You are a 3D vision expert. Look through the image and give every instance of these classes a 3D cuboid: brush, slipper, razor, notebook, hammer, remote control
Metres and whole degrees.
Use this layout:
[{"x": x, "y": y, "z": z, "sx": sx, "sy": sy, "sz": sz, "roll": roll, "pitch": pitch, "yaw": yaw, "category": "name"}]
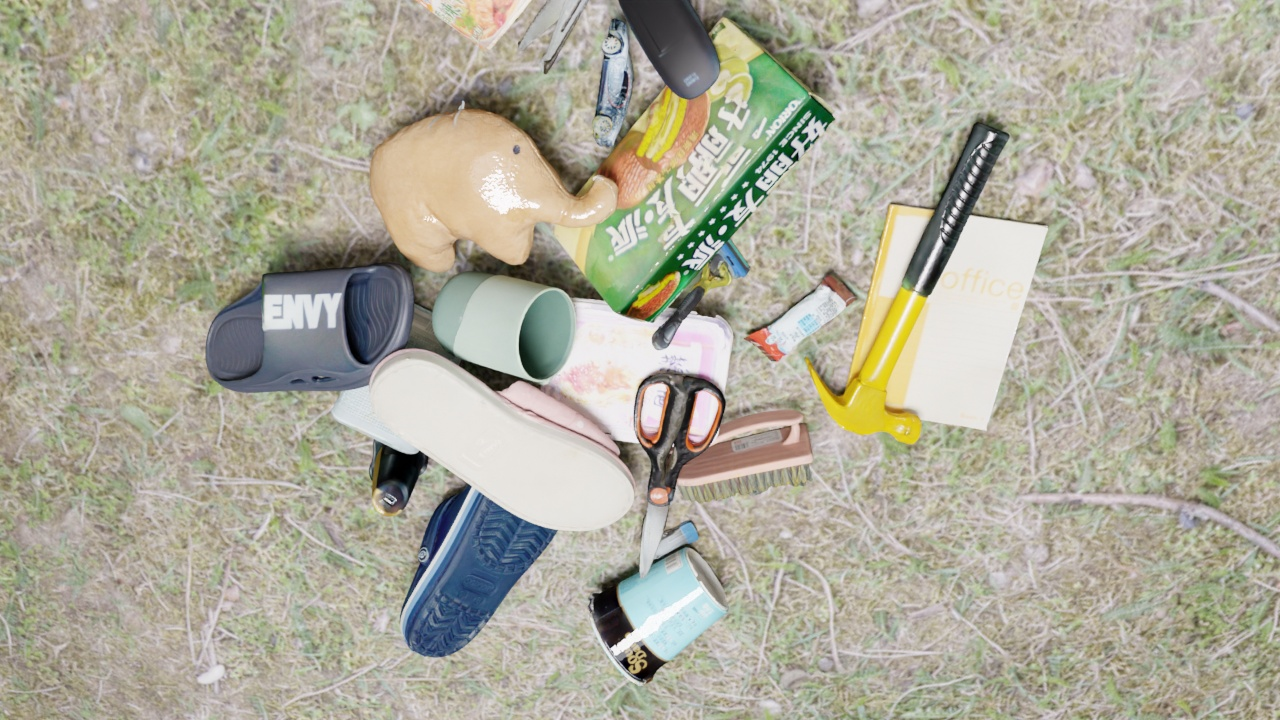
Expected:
[{"x": 0.095, "y": 0.094, "z": 0.904, "sx": 0.146, "sy": 0.063, "sz": 0.073, "roll": -13, "pitch": 115, "yaw": 11, "category": "brush"}, {"x": -0.121, "y": 0.071, "z": 0.839, "sx": 0.274, "sy": 0.054, "sz": 0.114, "roll": 32, "pitch": 113, "yaw": -24, "category": "slipper"}, {"x": -0.166, "y": 0.183, "z": 0.944, "sx": 0.105, "sy": 0.095, "sz": 0.253, "roll": 27, "pitch": 93, "yaw": -43, "category": "slipper"}, {"x": -0.319, "y": -0.024, "z": 0.826, "sx": 0.269, "sy": 0.083, "sz": 0.110, "roll": -9, "pitch": 80, "yaw": 29, "category": "slipper"}, {"x": 0.049, "y": -0.055, "z": 0.823, "sx": 0.042, "sy": 0.142, "sz": 0.022, "roll": 50, "pitch": 146, "yaw": -15, "category": "razor"}, {"x": 0.283, "y": -0.037, "z": 0.865, "sx": 0.146, "sy": 0.010, "sz": 0.206, "roll": 9, "pitch": 112, "yaw": 0, "category": "notebook"}, {"x": 0.249, "y": -0.065, "z": 0.830, "sx": 0.128, "sy": 0.032, "sz": 0.301, "roll": 17, "pitch": 111, "yaw": -10, "category": "hammer"}, {"x": 0.019, "y": -0.274, "z": 0.745, "sx": 0.053, "sy": 0.024, "sz": 0.136, "roll": -35, "pitch": 74, "yaw": 24, "category": "remote control"}, {"x": -0.236, "y": 0.110, "z": 0.877, "sx": 0.062, "sy": 0.167, "sz": 0.067, "roll": 42, "pitch": 90, "yaw": -15, "category": "razor"}]

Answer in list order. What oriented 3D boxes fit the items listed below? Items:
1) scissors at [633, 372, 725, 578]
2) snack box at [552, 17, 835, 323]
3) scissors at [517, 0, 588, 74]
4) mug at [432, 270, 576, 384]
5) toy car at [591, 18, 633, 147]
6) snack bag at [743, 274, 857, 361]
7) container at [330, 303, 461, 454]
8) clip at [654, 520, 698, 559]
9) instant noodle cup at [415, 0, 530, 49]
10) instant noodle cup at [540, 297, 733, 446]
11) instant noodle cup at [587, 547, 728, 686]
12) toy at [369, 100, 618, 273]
[{"x": 0.036, "y": 0.120, "z": 0.876, "sx": 0.125, "sy": 0.021, "sz": 0.235, "roll": -7, "pitch": 112, "yaw": 7, "category": "scissors"}, {"x": 0.039, "y": -0.156, "z": 0.778, "sx": 0.240, "sy": 0.063, "sz": 0.114, "roll": -47, "pitch": 61, "yaw": 19, "category": "snack box"}, {"x": -0.020, "y": -0.330, "z": 0.744, "sx": 0.214, "sy": 0.015, "sz": 0.197, "roll": 5, "pitch": 96, "yaw": 29, "category": "scissors"}, {"x": -0.119, "y": -0.023, "z": 0.817, "sx": 0.106, "sy": 0.082, "sz": 0.112, "roll": 14, "pitch": 144, "yaw": 30, "category": "mug"}, {"x": -0.022, "y": -0.236, "z": 0.785, "sx": 0.031, "sy": 0.049, "sz": 0.106, "roll": 7, "pitch": 113, "yaw": -3, "category": "toy car"}, {"x": 0.151, "y": -0.038, "z": 0.865, "sx": 0.104, "sy": 0.026, "sz": 0.048, "roll": -41, "pitch": 124, "yaw": 17, "category": "snack bag"}, {"x": -0.224, "y": 0.012, "z": 0.880, "sx": 0.090, "sy": 0.090, "sz": 0.112, "roll": 27, "pitch": 108, "yaw": -8, "category": "container"}, {"x": 0.033, "y": 0.190, "z": 0.973, "sx": 0.057, "sy": 0.028, "sz": 0.024, "roll": -25, "pitch": 111, "yaw": 4, "category": "clip"}, {"x": -0.124, "y": -0.325, "z": 0.711, "sx": 0.111, "sy": 0.151, "sz": 0.152, "roll": 39, "pitch": 109, "yaw": -20, "category": "instant noodle cup"}, {"x": -0.005, "y": 0.005, "z": 0.876, "sx": 0.173, "sy": 0.060, "sz": 0.138, "roll": 6, "pitch": 112, "yaw": 0, "category": "instant noodle cup"}, {"x": 0.024, "y": 0.260, "z": 0.959, "sx": 0.120, "sy": 0.111, "sz": 0.111, "roll": -36, "pitch": 106, "yaw": 8, "category": "instant noodle cup"}, {"x": -0.133, "y": -0.148, "z": 0.784, "sx": 0.226, "sy": 0.082, "sz": 0.143, "roll": -3, "pitch": 127, "yaw": 27, "category": "toy"}]
